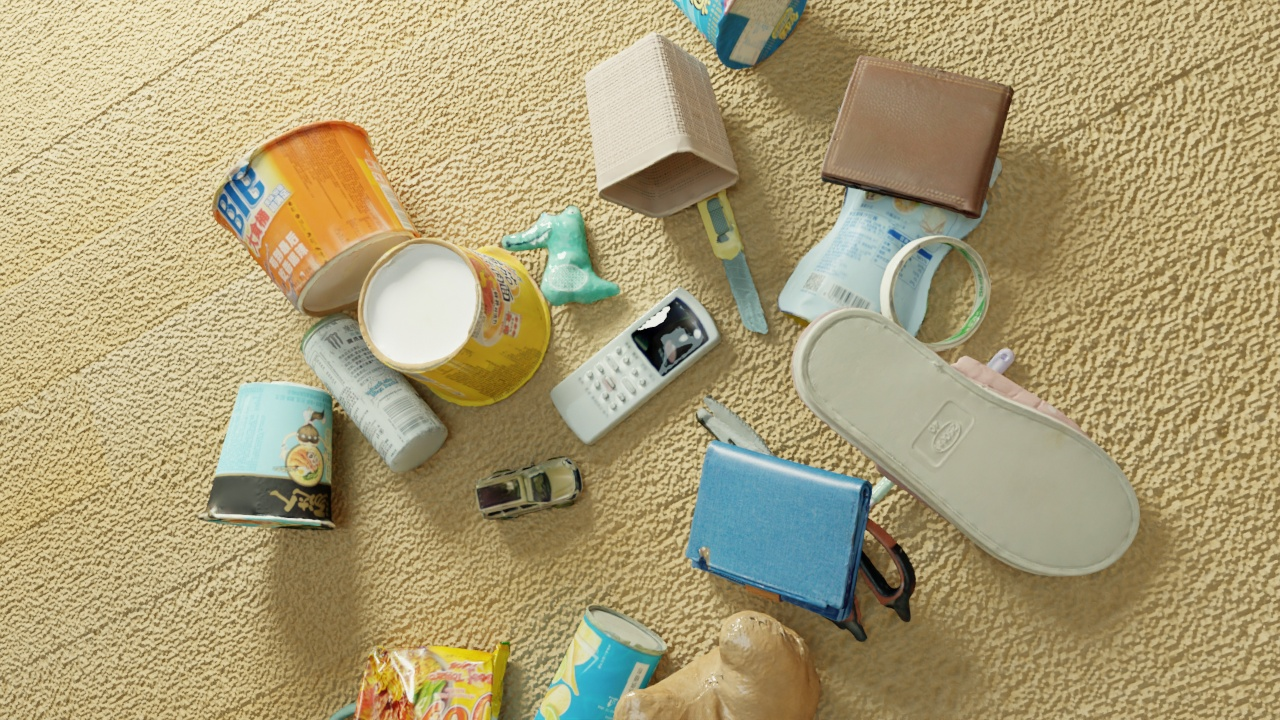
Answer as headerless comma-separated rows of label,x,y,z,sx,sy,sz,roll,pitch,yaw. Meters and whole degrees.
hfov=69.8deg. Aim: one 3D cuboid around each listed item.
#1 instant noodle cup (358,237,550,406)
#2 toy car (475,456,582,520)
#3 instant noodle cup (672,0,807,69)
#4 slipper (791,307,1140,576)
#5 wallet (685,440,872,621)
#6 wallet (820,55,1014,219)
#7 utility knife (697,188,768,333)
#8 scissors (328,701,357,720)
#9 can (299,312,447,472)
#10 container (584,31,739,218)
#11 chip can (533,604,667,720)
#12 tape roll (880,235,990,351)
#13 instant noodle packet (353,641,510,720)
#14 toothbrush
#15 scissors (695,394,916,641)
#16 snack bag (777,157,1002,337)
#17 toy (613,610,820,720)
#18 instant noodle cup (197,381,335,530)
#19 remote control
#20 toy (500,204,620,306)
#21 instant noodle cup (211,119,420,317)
instant noodle cup,-0.159,-0.036,0.763,0.138,0.109,0.138,-3,80,16
toy car,-0.093,0.107,0.762,0.090,0.035,0.042,-14,79,11
instant noodle cup,0.067,-0.312,0.752,0.099,0.099,0.110,-43,66,6
slipper,0.226,0.057,0.652,0.274,0.054,0.114,32,91,-2
wallet,0.101,0.124,0.680,0.133,0.040,0.106,12,95,38
wallet,0.206,-0.168,0.690,0.124,0.032,0.101,17,84,14
utility knife,0.066,-0.122,0.764,0.031,0.022,0.219,-21,81,21
scissors,-0.196,0.367,0.762,0.170,0.019,0.179,2,81,15
can,-0.233,0.027,0.801,0.058,0.058,0.146,-45,73,5
container,0.014,-0.189,0.739,0.090,0.090,0.111,-20,72,34
chip can,-0.056,0.298,0.705,0.071,0.071,0.210,25,89,18
tape roll,0.220,-0.050,0.684,0.085,0.014,0.086,-2,98,-14
instant noodle packet,-0.168,0.282,0.739,0.128,0.044,0.110,-5,57,14
toothbrush,0.214,0.063,0.690,0.029,0.021,0.189,44,93,20
scissors,0.112,0.118,0.704,0.207,0.015,0.193,6,101,40
snack bag,0.194,-0.099,0.710,0.110,0.039,0.191,28,87,20
toy,0.026,0.268,0.653,0.226,0.082,0.143,-30,118,-6
instant noodle cup,-0.316,0.083,0.797,0.111,0.111,0.120,-1,75,15
remote control,-0.004,0.004,0.759,0.150,0.021,0.058,-40,74,8
toy,-0.070,-0.089,0.785,0.096,0.030,0.091,-8,76,0
instant noodle cup,-0.270,-0.115,0.792,0.151,0.151,0.111,-37,82,8
